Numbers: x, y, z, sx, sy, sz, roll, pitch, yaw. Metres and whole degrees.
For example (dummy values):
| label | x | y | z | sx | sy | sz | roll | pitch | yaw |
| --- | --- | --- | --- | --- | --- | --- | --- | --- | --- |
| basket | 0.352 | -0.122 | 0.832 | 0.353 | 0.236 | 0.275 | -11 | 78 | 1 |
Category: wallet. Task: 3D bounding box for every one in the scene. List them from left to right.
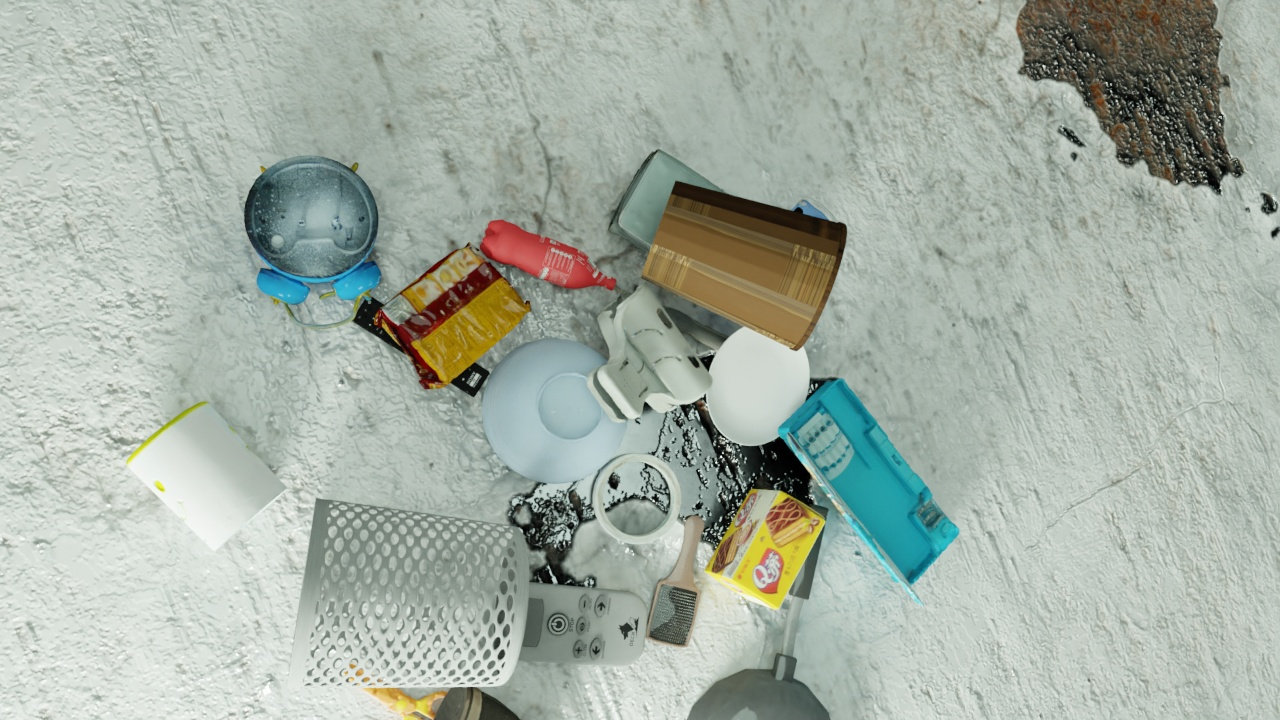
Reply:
| label | x | y | z | sx | sy | sz | roll | pitch | yaw |
| --- | --- | --- | --- | --- | --- | --- | --- | --- | --- |
| wallet | 0.042 | -0.149 | 0.972 | 0.131 | 0.054 | 0.100 | 31 | 88 | -11 |

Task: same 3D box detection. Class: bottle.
| label | x | y | z | sx | sy | sz | roll | pitch | yaw |
| --- | --- | --- | --- | --- | --- | --- | --- | --- | --- |
| bottle | -0.092 | -0.102 | 0.932 | 0.141 | 0.042 | 0.042 | 20 | 79 | -14 |

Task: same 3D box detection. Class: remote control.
| label | x | y | z | sx | sy | sz | roll | pitch | yaw |
| --- | --- | --- | --- | --- | --- | --- | --- | --- | --- |
| remote control | -0.215 | -0.013 | 0.902 | 0.140 | 0.009 | 0.030 | 34 | 76 | -11 |
| remote control | -0.067 | 0.262 | 0.911 | 0.151 | 0.019 | 0.074 | 9 | 81 | -15 |

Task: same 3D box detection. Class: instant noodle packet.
| label | x | y | z | sx | sy | sz | roll | pitch | yaw |
| --- | --- | --- | --- | --- | --- | --- | --- | --- | --- |
| instant noodle packet | -0.183 | -0.044 | 0.894 | 0.098 | 0.040 | 0.135 | 48 | 63 | -3 |

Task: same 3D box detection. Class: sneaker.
| label | x | y | z | sx | sy | sz | roll | pitch | yaw |
| --- | --- | --- | --- | --- | --- | --- | --- | --- | --- |
| sneaker | -0.161 | 0.422 | 0.833 | 0.120 | 0.095 | 0.234 | 28 | 77 | -20 |

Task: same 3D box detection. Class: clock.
| label | x | y | z | sx | sy | sz | roll | pitch | yaw |
| --- | --- | --- | --- | --- | --- | --- | --- | --- | --- |
| clock | -0.306 | -0.110 | 0.862 | 0.116 | 0.060 | 0.161 | -4 | 87 | -18 |

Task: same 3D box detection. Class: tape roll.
| label | x | y | z | sx | sy | sz | roll | pitch | yaw |
| --- | --- | --- | --- | --- | --- | --- | --- | --- | --- |
| tape roll | -0.003 | 0.142 | 0.946 | 0.093 | 0.013 | 0.093 | 2 | 83 | -16 |

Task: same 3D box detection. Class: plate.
| label | x | y | z | sx | sy | sz | roll | pitch | yaw |
| --- | --- | --- | --- | --- | --- | --- | --- | --- | --- |
| plate | 0.124 | 0.025 | 0.982 | 0.134 | 0.011 | 0.134 | -6 | 103 | -28 |

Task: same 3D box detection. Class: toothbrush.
| label | x | y | z | sx | sy | sz | roll | pitch | yaw |
| --- | --- | --- | --- | --- | --- | --- | --- | --- | --- |
| toothbrush | 0.043 | -0.041 | 0.977 | 0.185 | 0.022 | 0.024 | 26 | 57 | -11 |

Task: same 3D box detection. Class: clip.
| label | x | y | z | sx | sy | sz | roll | pitch | yaw |
| --- | --- | --- | --- | --- | --- | --- | --- | --- | --- |
| clip | 0.012 | -0.005 | 0.896 | 0.105 | 0.151 | 0.126 | -32 | 102 | 22 |

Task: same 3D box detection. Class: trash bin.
| label | x | y | z | sx | sy | sz | roll | pitch | yaw |
| --- | --- | --- | --- | --- | --- | --- | --- | --- | --- |
| trash bin | -0.203 | 0.209 | 0.809 | 0.183 | 0.157 | 0.156 | 9 | 81 | -18 |

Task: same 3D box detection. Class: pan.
| label | x | y | z | sx | sy | sz | roll | pitch | yaw |
| --- | --- | --- | --- | --- | --- | --- | --- | --- | --- |
| pan | 0.149 | 0.326 | 0.956 | 0.178 | 0.041 | 0.356 | 18 | 79 | -14 |

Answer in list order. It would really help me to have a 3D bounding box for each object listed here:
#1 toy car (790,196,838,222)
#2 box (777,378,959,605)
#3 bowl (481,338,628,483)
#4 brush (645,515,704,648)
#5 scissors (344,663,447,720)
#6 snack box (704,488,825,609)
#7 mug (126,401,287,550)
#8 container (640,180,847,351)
| label | x | y | z | sx | sy | sz | roll | pitch | yaw |
| --- | --- | --- | --- | --- | --- | --- | --- | --- | --- |
| toy car | 0.150 | -0.106 | 0.992 | 0.056 | 0.055 | 0.153 | 42 | 82 | -2 |
| box | 0.237 | 0.150 | 0.980 | 0.227 | 0.084 | 0.171 | 51 | 40 | -7 |
| bowl | -0.077 | 0.047 | 0.903 | 0.150 | 0.075 | 0.150 | 2 | 83 | -16 |
| brush | 0.044 | 0.227 | 0.950 | 0.050 | 0.015 | 0.135 | 17 | 79 | -15 |
| scissors | -0.226 | 0.325 | 0.862 | 0.128 | 0.013 | 0.065 | 34 | 76 | -11 |
| snack box | 0.127 | 0.191 | 0.943 | 0.061 | 0.084 | 0.105 | 34 | 76 | -9 |
| mug | -0.378 | 0.101 | 0.804 | 0.082 | 0.083 | 0.106 | -43 | 98 | -16 |
| container | 0.096 | -0.099 | 0.894 | 0.167 | 0.132 | 0.132 | 20 | 78 | -1 |
